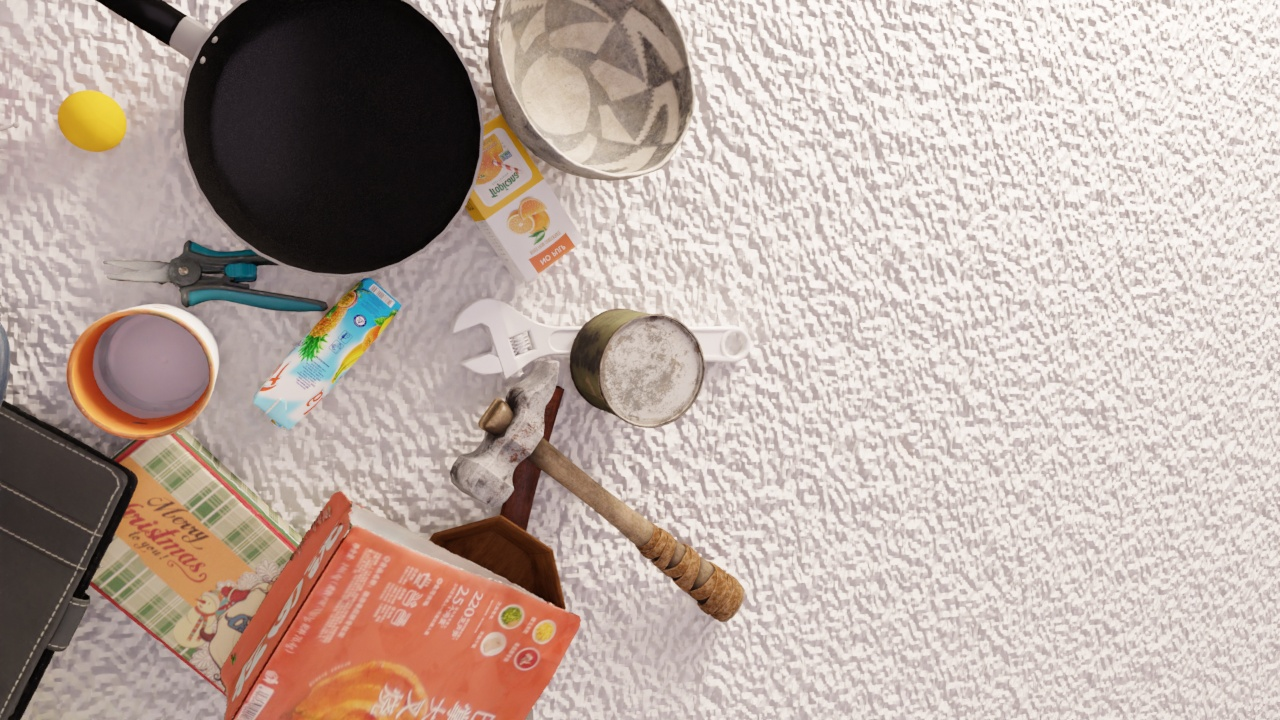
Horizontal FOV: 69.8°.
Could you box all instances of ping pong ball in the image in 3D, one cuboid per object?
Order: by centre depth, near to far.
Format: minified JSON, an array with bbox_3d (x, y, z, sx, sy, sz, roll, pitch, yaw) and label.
[{"bbox_3d":[-0.368,-0.161,0.616,0.040,0.040,0.040,-3,97,-22],"label":"ping pong ball"}]

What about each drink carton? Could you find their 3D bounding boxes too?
[{"bbox_3d":[-0.235,-0.006,0.687,0.038,0.044,0.128,44,78,-20],"label":"drink carton"},{"bbox_3d":[-0.102,-0.124,0.727,0.058,0.040,0.122,-38,108,-14],"label":"drink carton"}]

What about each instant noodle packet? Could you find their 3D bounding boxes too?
[{"bbox_3d":[-0.165,0.221,0.674,0.221,0.084,0.164,33,87,-26],"label":"instant noodle packet"}]

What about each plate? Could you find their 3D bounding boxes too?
[{"bbox_3d":[-0.126,0.183,0.723,0.131,0.025,0.131,-3,101,-14],"label":"plate"}]

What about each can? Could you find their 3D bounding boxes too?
[{"bbox_3d":[-0.004,0.004,0.746,0.089,0.075,0.090,-3,98,-22],"label":"can"}]

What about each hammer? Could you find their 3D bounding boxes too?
[{"bbox_3d":[-0.114,0.164,0.765,0.111,0.028,0.300,13,91,-24],"label":"hammer"},{"bbox_3d":[-0.014,0.132,0.776,0.318,0.049,0.121,43,72,-29],"label":"hammer"}]

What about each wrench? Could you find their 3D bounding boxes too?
[{"bbox_3d":[-0.026,-0.016,0.784,0.273,0.018,0.066,1,96,-23],"label":"wrench"}]

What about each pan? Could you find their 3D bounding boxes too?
[{"bbox_3d":[-0.277,-0.201,0.639,0.355,0.044,0.204,32,93,-9],"label":"pan"}]

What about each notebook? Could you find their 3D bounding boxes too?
[{"bbox_3d":[-0.439,0.134,0.597,0.169,0.029,0.209,26,90,5],"label":"notebook"}]

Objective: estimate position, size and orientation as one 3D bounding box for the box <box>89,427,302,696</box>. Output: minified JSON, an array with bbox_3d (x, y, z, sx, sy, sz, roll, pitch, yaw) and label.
[{"bbox_3d":[-0.317,0.150,0.671,0.117,0.050,0.205,-42,108,-13],"label":"box"}]

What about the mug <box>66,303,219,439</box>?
[{"bbox_3d":[-0.328,0.004,0.617,0.082,0.105,0.082,-2,97,-22],"label":"mug"}]

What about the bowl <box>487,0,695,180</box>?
[{"bbox_3d":[-0.048,-0.218,0.712,0.178,0.081,0.178,5,81,-33],"label":"bowl"}]

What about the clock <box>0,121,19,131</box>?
[{"bbox_3d":[-0.476,-0.130,0.572,0.137,0.048,0.096,-48,110,-10],"label":"clock"}]

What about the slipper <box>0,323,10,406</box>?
[{"bbox_3d":[-0.497,0.070,0.555,0.101,0.082,0.263,31,88,10],"label":"slipper"}]

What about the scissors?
[{"bbox_3d":[-0.297,-0.065,0.666,0.126,0.019,0.144,48,64,-4],"label":"scissors"}]
